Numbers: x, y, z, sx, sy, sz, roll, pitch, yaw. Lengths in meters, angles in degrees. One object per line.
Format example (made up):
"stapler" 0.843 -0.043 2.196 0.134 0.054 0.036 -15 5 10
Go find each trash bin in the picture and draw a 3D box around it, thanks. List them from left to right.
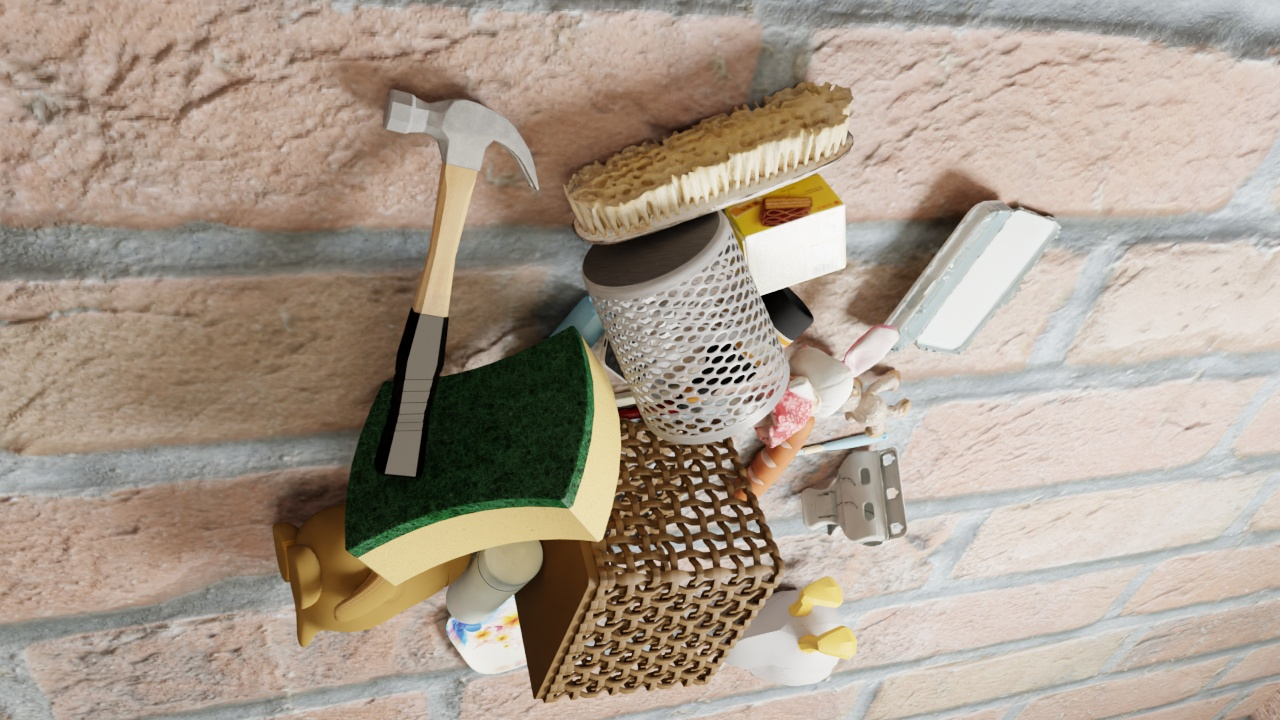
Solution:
"trash bin" 0.042 -0.040 0.877 0.156 0.156 0.183 -25 124 2

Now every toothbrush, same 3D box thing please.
"toothbrush" 0.255 0.112 1.209 0.155 0.016 0.022 -10 96 -12

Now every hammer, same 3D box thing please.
"hammer" -0.177 -0.056 0.784 0.131 0.039 0.328 9 104 -23

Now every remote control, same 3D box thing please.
"remote control" -0.006 0.006 0.966 0.008 0.045 0.146 2 162 25

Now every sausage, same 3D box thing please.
"sausage" 0.170 0.121 1.167 0.044 0.039 0.165 14 125 -27

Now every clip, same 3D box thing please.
"clip" 0.288 0.189 1.229 0.074 0.124 0.144 27 143 -36

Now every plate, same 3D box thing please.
"plate" -0.165 0.367 1.281 0.187 0.016 0.187 -19 135 -4

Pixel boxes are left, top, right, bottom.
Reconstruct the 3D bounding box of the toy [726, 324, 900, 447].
"toy" 0.182 0.029 1.015 0.194 0.084 0.159 -25 170 -20

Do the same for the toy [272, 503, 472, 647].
"toy" -0.282 0.208 1.008 0.203 0.199 0.163 -11 107 -30

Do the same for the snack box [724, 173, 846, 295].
"snack box" 0.144 -0.124 0.916 0.105 0.061 0.084 -19 135 -4

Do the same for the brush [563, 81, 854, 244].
"brush" 0.064 -0.175 0.823 0.271 0.083 0.057 -20 135 -2

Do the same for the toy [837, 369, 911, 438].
"toy" 0.269 0.052 1.132 0.106 0.074 0.085 13 138 -25

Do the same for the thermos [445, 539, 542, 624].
"thermos" -0.176 0.257 1.081 0.067 0.067 0.231 2 153 -23

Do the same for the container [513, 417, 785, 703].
"container" -0.011 0.226 1.056 0.214 0.219 0.252 2 134 -23

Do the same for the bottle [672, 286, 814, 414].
"bottle" 0.105 -0.005 1.012 0.182 0.059 0.059 -44 131 20

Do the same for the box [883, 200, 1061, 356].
"box" 0.369 -0.089 1.051 0.192 0.061 0.210 -6 136 -42

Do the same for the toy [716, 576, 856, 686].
"toy" 0.234 0.437 1.424 0.246 0.140 0.268 -1 148 -18

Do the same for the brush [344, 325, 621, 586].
"brush" -0.148 0.089 0.868 0.250 0.194 0.075 -16 137 17

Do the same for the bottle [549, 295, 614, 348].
"bottle" -0.080 -0.010 0.950 0.040 0.040 0.130 25 118 -36

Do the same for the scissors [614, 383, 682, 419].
"scissors" -0.046 0.062 1.048 0.188 0.015 0.146 -33 135 12
